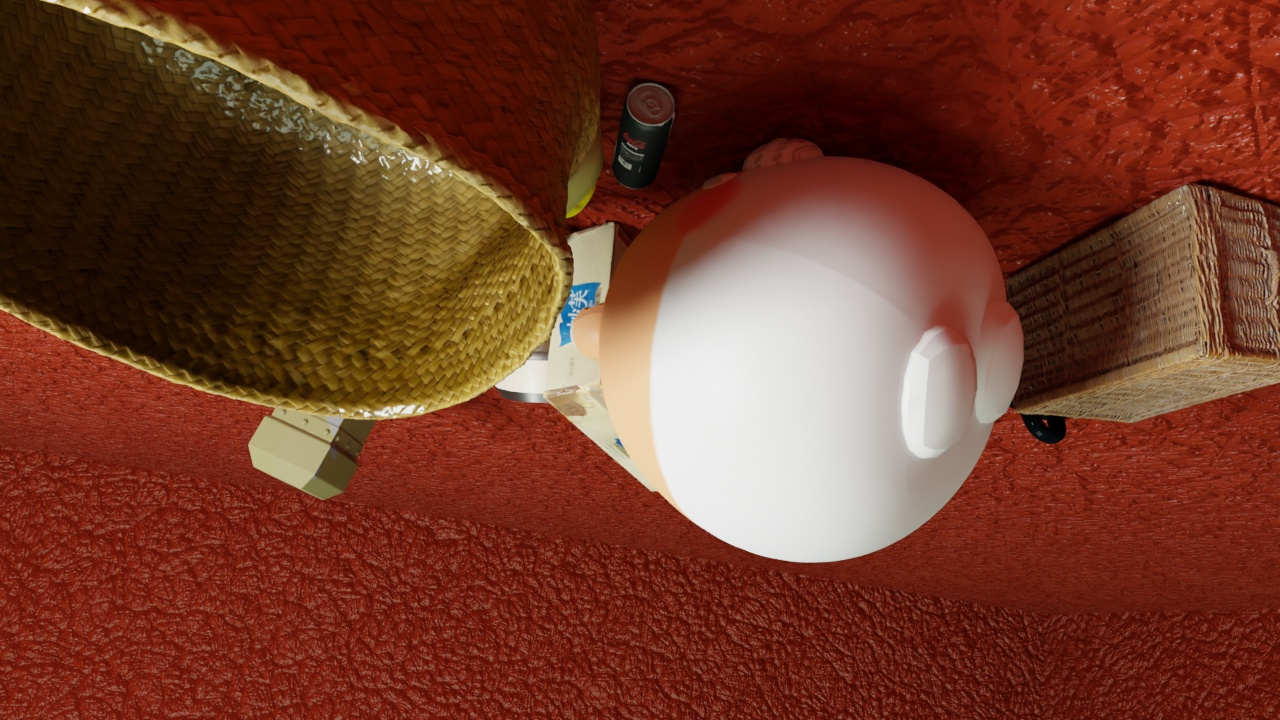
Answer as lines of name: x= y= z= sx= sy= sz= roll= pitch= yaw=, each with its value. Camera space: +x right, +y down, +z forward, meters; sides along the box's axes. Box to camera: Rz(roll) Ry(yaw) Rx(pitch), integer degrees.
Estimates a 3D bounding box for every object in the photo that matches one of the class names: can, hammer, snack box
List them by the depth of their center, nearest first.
can: x=0.001 y=-0.142 z=0.587 sx=0.031 sy=0.031 sz=0.081 roll=9 pitch=162 yaw=-5
snack box: x=-0.005 y=0.005 z=0.791 sx=0.055 sy=0.153 sz=0.207 roll=-9 pitch=148 yaw=23
hammer: x=-0.469 y=0.011 z=1.084 sx=0.325 sy=0.190 sz=0.101 roll=23 pitch=164 yaw=8

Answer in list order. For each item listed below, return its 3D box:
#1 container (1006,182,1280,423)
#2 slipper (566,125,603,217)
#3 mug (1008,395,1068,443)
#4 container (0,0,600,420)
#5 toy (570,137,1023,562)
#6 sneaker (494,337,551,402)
container: x=0.367 y=-0.029 z=0.655 sx=0.112 sy=0.113 sz=0.199 roll=7 pitch=164 yaw=-14
slipper: x=-0.090 y=-0.096 z=0.611 sx=0.191 sy=0.091 sz=0.081 roll=-27 pitch=148 yaw=28
mug: x=0.336 y=0.016 z=0.788 sx=0.094 sy=0.121 sz=0.085 roll=18 pitch=143 yaw=-28
container: x=-0.171 y=-0.119 z=0.423 sx=0.307 sy=0.196 sz=0.307 roll=5 pitch=153 yaw=2
toy: x=0.097 y=-0.011 z=0.609 sx=0.281 sy=0.266 sz=0.262 roll=15 pitch=-156 yaw=42
sneaker: x=-0.096 y=-0.027 z=0.906 sx=0.111 sy=0.116 sz=0.294 roll=1 pitch=-178 yaw=-4
